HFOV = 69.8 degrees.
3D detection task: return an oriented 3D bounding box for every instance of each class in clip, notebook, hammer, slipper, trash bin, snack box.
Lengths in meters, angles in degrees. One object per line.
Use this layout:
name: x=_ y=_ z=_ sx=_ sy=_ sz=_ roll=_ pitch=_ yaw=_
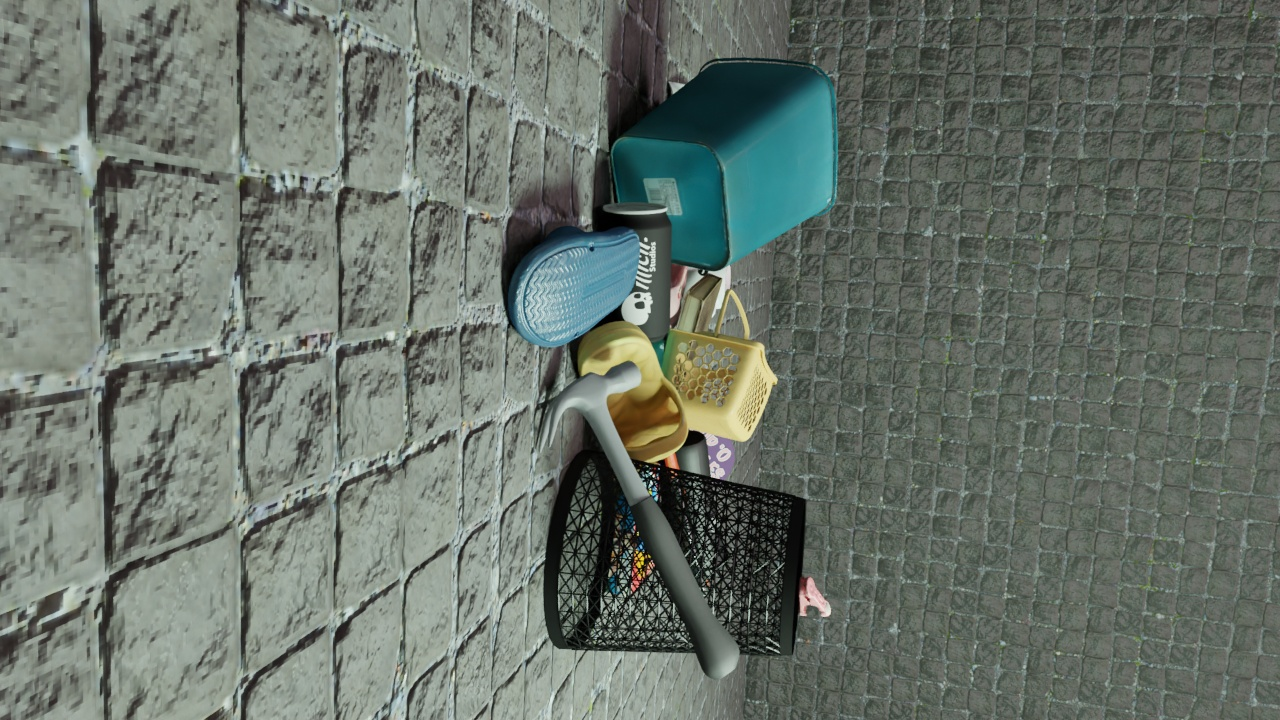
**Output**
clip: x=0.168 y=0.241 z=0.926 sx=0.058 sy=0.050 sz=0.023 roll=38 pitch=40 yaw=-22
notebook: x=0.072 y=-0.019 z=1.374 sx=0.189 sy=0.034 sz=0.216 roll=-48 pitch=156 yaw=-68
hammer: x=0.007 y=0.155 z=0.869 sx=0.124 sy=0.030 sz=0.311 roll=-23 pitch=84 yaw=-33
slipper: x=0.034 y=-0.123 z=1.234 sx=0.222 sy=0.056 sz=0.106 roll=78 pitch=23 yaw=-52
trash bin: x=0.048 y=0.216 z=0.987 sx=0.216 sy=0.243 sz=0.217 roll=5 pitch=89 yaw=-77
slipper: x=-0.061 y=-0.074 z=0.837 sx=0.213 sy=0.059 sz=0.104 roll=-28 pitch=132 yaw=-61
hammer: x=0.050 y=0.168 z=1.257 sx=0.133 sy=0.033 sz=0.333 roll=-64 pitch=141 yaw=-74
trash bin: x=0.094 y=-0.225 z=1.078 sx=0.218 sy=0.197 sz=0.199 roll=-40 pitch=133 yaw=-40
slipper: x=-0.002 y=0.059 z=1.017 sx=0.264 sy=0.099 sz=0.078 roll=69 pitch=0 yaw=-53
snack box: x=-0.010 y=0.212 z=1.187 sx=0.142 sy=0.040 sz=0.145 roll=-16 pitch=109 yaw=-76

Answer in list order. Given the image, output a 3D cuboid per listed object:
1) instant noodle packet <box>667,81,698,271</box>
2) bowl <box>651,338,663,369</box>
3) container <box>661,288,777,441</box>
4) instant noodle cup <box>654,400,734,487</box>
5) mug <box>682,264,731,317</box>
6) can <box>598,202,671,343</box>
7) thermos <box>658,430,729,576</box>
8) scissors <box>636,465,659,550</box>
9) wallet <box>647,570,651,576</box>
instant noodle packet: x=0.074 y=-0.270 z=1.367 sx=0.146 sy=0.057 sz=0.269 roll=-32 pitch=122 yaw=-71
bowl: x=-0.007 y=0.007 z=1.120 sx=0.121 sy=0.046 sz=0.121 roll=5 pitch=89 yaw=-77
container: x=0.105 y=0.004 z=1.201 sx=0.183 sy=0.129 sz=0.167 roll=47 pitch=58 yaw=-69
instant noodle cup: x=0.080 y=0.127 z=1.444 sx=0.137 sy=0.122 sz=0.121 roll=-43 pitch=-168 yaw=17
mug: x=0.102 y=-0.114 z=1.482 sx=0.090 sy=0.076 sz=0.123 roll=78 pitch=21 yaw=-50
can: x=-0.006 y=-0.096 z=1.010 sx=0.080 sy=0.080 sz=0.146 roll=-51 pitch=143 yaw=-68
thermos: x=0.071 y=0.218 z=1.363 sx=0.105 sy=0.106 sz=0.219 roll=-51 pitch=137 yaw=-68
scissors: x=0.009 y=0.177 z=1.146 sx=0.130 sy=0.013 sz=0.125 roll=83 pitch=17 yaw=-45
wallet: x=0.009 y=0.241 z=1.323 sx=0.098 sy=0.027 sz=0.121 roll=-63 pitch=153 yaw=-70
